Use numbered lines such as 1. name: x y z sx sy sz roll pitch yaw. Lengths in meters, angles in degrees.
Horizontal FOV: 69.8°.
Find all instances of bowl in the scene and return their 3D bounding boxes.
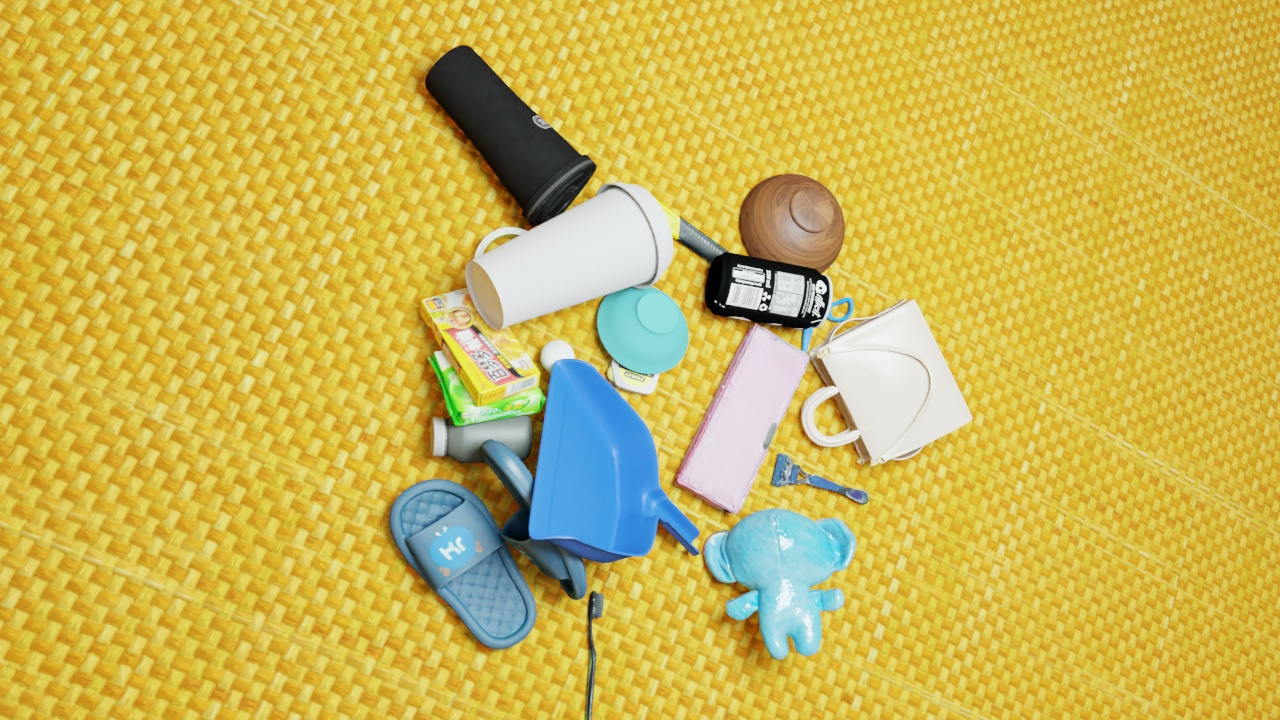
1. bowl: 0.211 -0.185 1.199 0.147 0.069 0.147 4 76 -16
2. bowl: 0.013 -0.048 1.115 0.121 0.046 0.121 9 66 -19

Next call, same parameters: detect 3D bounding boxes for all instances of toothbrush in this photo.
1. toothbrush: -0.055 0.362 1.057 0.017 0.014 0.188 7 79 -25

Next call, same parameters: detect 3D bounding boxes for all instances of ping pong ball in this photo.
1. ping pong ball: -0.099 -0.004 1.088 0.040 0.040 0.040 3 80 -18

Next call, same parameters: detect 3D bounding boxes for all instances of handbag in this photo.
1. handbag: 0.297 0.042 1.193 0.197 0.101 0.194 -26 90 -8

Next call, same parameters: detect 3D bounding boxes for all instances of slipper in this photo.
1. slipper: -0.119 0.180 0.998 0.059 0.104 0.214 -34 111 -20
2. slipper: -0.188 0.222 1.013 0.103 0.059 0.213 -38 95 -22

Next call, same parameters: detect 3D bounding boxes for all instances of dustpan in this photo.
1. dustpan: -0.015 0.156 1.048 0.257 0.060 0.245 50 30 -37

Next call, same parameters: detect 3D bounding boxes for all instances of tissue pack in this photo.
1. tissue pack: -0.173 0.023 1.034 0.113 0.034 0.099 -10 50 -25

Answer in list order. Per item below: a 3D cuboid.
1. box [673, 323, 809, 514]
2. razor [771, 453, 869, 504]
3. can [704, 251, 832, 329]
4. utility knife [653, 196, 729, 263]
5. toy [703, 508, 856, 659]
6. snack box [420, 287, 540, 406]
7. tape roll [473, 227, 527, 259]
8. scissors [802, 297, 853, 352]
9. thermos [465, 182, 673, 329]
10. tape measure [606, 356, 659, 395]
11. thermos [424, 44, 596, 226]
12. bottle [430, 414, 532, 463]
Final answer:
1. box: 0.129 0.072 1.151 0.098 0.041 0.232 33 73 -11
2. razor: 0.237 0.158 1.184 0.141 0.018 0.043 19 75 -15
3. can: 0.161 -0.087 1.160 0.146 0.080 0.080 9 78 -12
4. utility knife: 0.077 -0.150 1.182 0.198 0.020 0.029 35 95 -12
5. toy: 0.172 0.266 1.101 0.183 0.115 0.180 -7 64 3
6. snack box: -0.181 -0.019 1.028 0.075 0.025 0.152 -19 56 -30
7. tape roll: -0.153 -0.112 1.099 0.094 0.019 0.094 3 80 -18
8. scissors: 0.226 -0.075 1.222 0.125 0.016 0.125 -20 83 -20
9. thermos: -0.083 -0.114 1.053 0.221 0.132 0.131 -26 90 -27
10. tape measure: -0.007 0.007 1.129 0.064 0.017 0.065 19 76 -15
11. thermos: -0.155 -0.267 1.086 0.105 0.106 0.218 -42 90 -20
12. bottle: -0.180 0.086 1.036 0.108 0.060 0.060 1 81 -18
